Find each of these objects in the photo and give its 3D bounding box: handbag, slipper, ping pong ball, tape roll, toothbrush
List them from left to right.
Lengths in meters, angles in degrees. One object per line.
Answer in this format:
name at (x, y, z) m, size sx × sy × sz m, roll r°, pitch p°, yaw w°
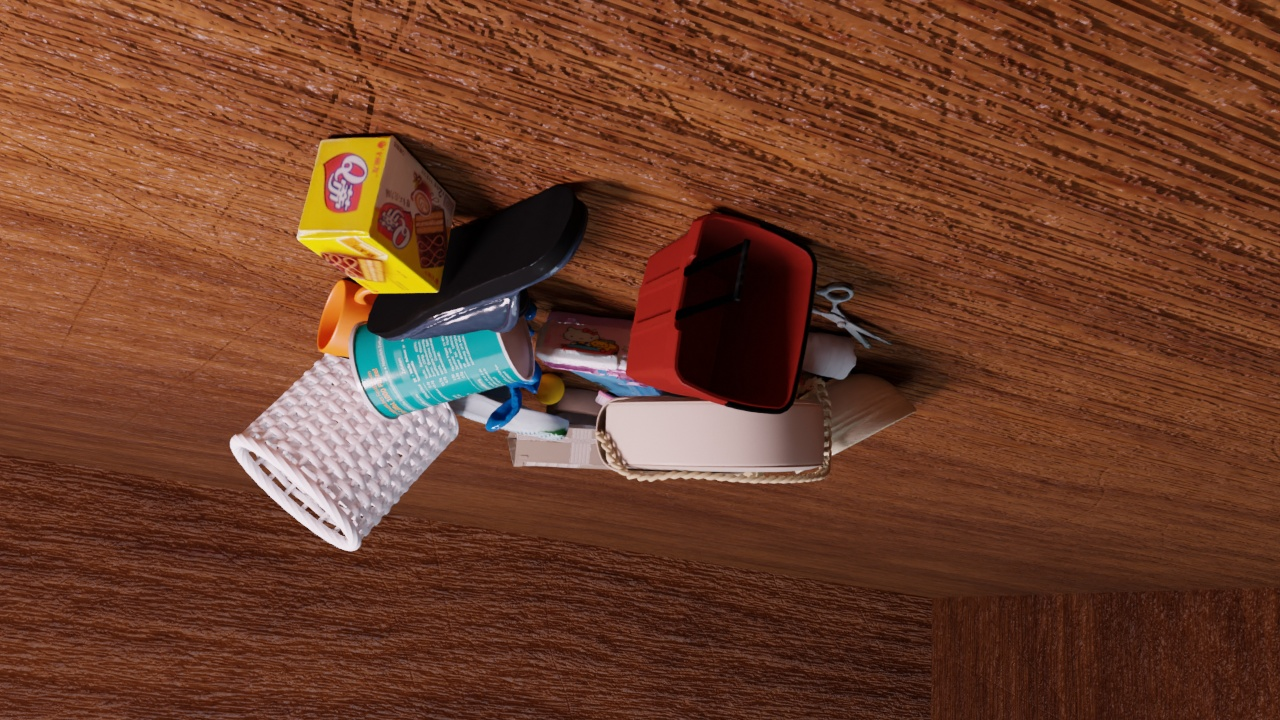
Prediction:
slipper at (-0.127, -0.059, 0.769) m, size 0.266 × 0.108 × 0.083 m, roll -15°, pitch 138°, yaw 39°
slipper at (-0.191, 0.041, 1.157) m, size 0.246 × 0.074 × 0.104 m, roll 16°, pitch 177°, yaw 29°
ping pong ball at (-0.118, 0.036, 1.176) m, size 0.040 × 0.040 × 0.040 m, roll 6°, pitch 162°, yaw 2°
handbag at (-0.106, 0.113, 1.301) m, size 0.175 × 0.062 × 0.198 m, roll 5°, pitch 179°, yaw -17°
tape roll at (-0.083, 0.067, 1.273) m, size 0.094 × 0.030 × 0.094 m, roll 6°, pitch 162°, yaw 2°
toothbrush at (0.004, 0.075, 1.145) m, size 0.135 × 0.016 × 0.021 m, roll 30°, pitch -171°, yaw -5°
handbag at (0.076, 0.066, 0.907) m, size 0.209 × 0.103 × 0.210 m, roll -1°, pitch 175°, yaw 17°

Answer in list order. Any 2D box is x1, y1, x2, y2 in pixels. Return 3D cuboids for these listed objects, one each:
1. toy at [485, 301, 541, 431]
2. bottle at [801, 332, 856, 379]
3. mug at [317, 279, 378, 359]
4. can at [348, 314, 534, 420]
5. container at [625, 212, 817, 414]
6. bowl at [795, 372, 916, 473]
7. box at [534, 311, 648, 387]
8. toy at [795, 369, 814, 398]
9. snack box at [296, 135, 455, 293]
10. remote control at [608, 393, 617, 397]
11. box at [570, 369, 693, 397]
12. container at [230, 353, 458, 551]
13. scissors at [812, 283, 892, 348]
toy at (-0.141, 0.005, 0.992) m, size 0.071 × 0.112 × 0.177 m, roll 9°, pitch 146°, yaw 2°
bottle at (0.148, -0.013, 0.923) m, size 0.136 × 0.044 × 0.044 m, roll 11°, pitch 162°, yaw -12°
mug at (-0.266, -0.042, 0.947) m, size 0.095 × 0.077 × 0.113 m, roll 18°, pitch 140°, yaw -32°
can at (-0.186, -0.009, 0.873) m, size 0.144 × 0.099 × 0.099 m, roll -16°, pitch 158°, yaw 9°
container at (0.075, -0.037, 0.714) m, size 0.127 × 0.148 × 0.201 m, roll 16°, pitch 169°, yaw -25°
bowl at (0.225, 0.061, 1.037) m, size 0.150 × 0.075 × 0.151 m, roll -27°, pitch 168°, yaw -6°
box at (-0.005, 0.004, 0.940) m, size 0.201 × 0.101 × 0.111 m, roll 7°, pitch 137°, yaw -1°
toy at (0.152, 0.036, 1.046) m, size 0.103 × 0.046 × 0.084 m, roll -23°, pitch -178°, yaw -43°
snack box at (-0.196, -0.108, 0.694) m, size 0.061 × 0.083 × 0.106 m, roll 2°, pitch 162°, yaw 17°
remote control at (-0.010, 0.076, 1.193) m, size 0.033 × 0.012 × 0.131 m, roll 23°, pitch -170°, yaw -35°
box at (0.019, 0.043, 1.146) m, size 0.175 × 0.060 × 0.231 m, roll 25°, pitch 176°, yaw 35°
container at (-0.348, 0.095, 1.095) m, size 0.189 × 0.186 × 0.190 m, roll 29°, pitch 149°, yaw 19°
scissors at (0.176, -0.041, 0.879) m, size 0.131 × 0.014 × 0.153 m, roll 1°, pitch 158°, yaw 16°
